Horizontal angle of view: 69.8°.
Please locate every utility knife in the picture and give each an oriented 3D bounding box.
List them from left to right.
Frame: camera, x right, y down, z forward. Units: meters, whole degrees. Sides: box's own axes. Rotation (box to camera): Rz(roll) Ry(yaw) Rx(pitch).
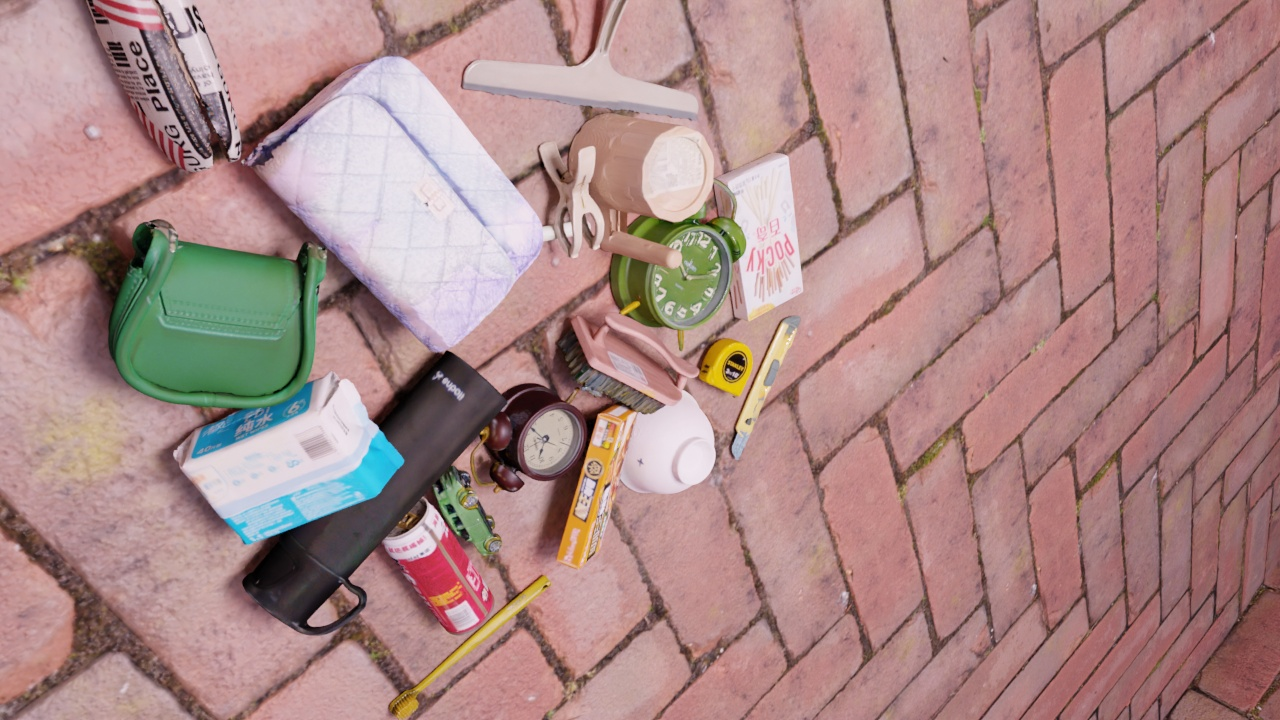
[{"bbox_3d":[0.138,0.029,1.037,0.031,0.019,0.178,22,97,-35],"label":"utility knife"}]

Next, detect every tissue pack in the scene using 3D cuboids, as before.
[{"bbox_3d":[-0.259,0.072,0.679,0.140,0.063,0.090,-22,124,1],"label":"tissue pack"}]

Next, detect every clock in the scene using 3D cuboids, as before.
[{"bbox_3d":[-0.103,0.072,0.830,0.121,0.055,0.082,-27,122,-32],"label":"clock"},{"bbox_3d":[0.041,-0.099,0.880,0.116,0.056,0.161,28,89,-42],"label":"clock"}]

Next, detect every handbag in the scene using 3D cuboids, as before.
[{"bbox_3d":[-0.285,-0.032,0.623,0.131,0.068,0.120,6,119,-38],"label":"handbag"},{"bbox_3d":[-0.170,-0.117,0.676,0.134,0.076,0.194,-49,119,-15],"label":"handbag"}]

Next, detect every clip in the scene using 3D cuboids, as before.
[{"bbox_3d":[-0.054,-0.137,0.785,0.034,0.060,0.097,-25,120,-35],"label":"clip"}]

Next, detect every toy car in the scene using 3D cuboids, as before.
[{"bbox_3d":[-0.154,0.137,0.822,0.036,0.043,0.091,-31,116,-8],"label":"toy car"}]

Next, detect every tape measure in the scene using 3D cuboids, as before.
[{"bbox_3d":[0.091,0.005,0.977,0.060,0.029,0.057,24,92,-41],"label":"tape measure"}]

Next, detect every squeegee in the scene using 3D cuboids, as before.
[{"bbox_3d":[0.001,-0.313,0.731,0.246,0.039,0.247,-4,143,-37],"label":"squeegee"}]

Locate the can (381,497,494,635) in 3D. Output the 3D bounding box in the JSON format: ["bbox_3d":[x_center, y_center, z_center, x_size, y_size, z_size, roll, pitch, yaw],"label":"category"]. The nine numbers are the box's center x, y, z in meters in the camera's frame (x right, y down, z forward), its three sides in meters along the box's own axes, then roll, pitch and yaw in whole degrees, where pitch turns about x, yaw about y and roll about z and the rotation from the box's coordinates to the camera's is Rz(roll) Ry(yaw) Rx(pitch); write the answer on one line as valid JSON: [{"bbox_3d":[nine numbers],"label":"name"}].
[{"bbox_3d":[-0.180,0.182,0.812,0.053,0.053,0.133,-38,126,-21],"label":"can"}]

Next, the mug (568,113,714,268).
[{"bbox_3d":[0.000,-0.147,0.797,0.084,0.104,0.125,-13,114,-35],"label":"mug"}]

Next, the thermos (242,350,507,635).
[{"bbox_3d":[-0.205,0.110,0.747,0.242,0.090,0.068,-51,173,-12],"label":"thermos"}]

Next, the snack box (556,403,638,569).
[{"bbox_3d":[-0.041,0.120,0.892,0.075,0.026,0.154,-23,130,-75],"label":"snack box"}]

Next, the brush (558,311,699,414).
[{"bbox_3d":[-0.005,0.005,0.870,0.073,0.063,0.145,-43,136,18],"label":"brush"}]

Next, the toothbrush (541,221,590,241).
[{"bbox_3d":[-0.121,-0.102,0.776,0.189,0.020,0.029,-16,122,-35],"label":"toothbrush"}]

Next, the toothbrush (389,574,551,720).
[{"bbox_3d":[-0.161,0.276,0.888,0.189,0.017,0.016,-38,127,-21],"label":"toothbrush"}]

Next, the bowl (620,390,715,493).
[{"bbox_3d":[0.038,0.093,0.946,0.118,0.065,0.118,-15,115,-35],"label":"bowl"}]

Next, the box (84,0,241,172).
[{"bbox_3d":[-0.304,-0.193,0.563,0.077,0.075,0.164,-24,122,-23],"label":"box"}]

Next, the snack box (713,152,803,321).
[{"bbox_3d":[0.125,-0.128,0.956,0.084,0.027,0.157,-29,122,-27],"label":"snack box"}]
